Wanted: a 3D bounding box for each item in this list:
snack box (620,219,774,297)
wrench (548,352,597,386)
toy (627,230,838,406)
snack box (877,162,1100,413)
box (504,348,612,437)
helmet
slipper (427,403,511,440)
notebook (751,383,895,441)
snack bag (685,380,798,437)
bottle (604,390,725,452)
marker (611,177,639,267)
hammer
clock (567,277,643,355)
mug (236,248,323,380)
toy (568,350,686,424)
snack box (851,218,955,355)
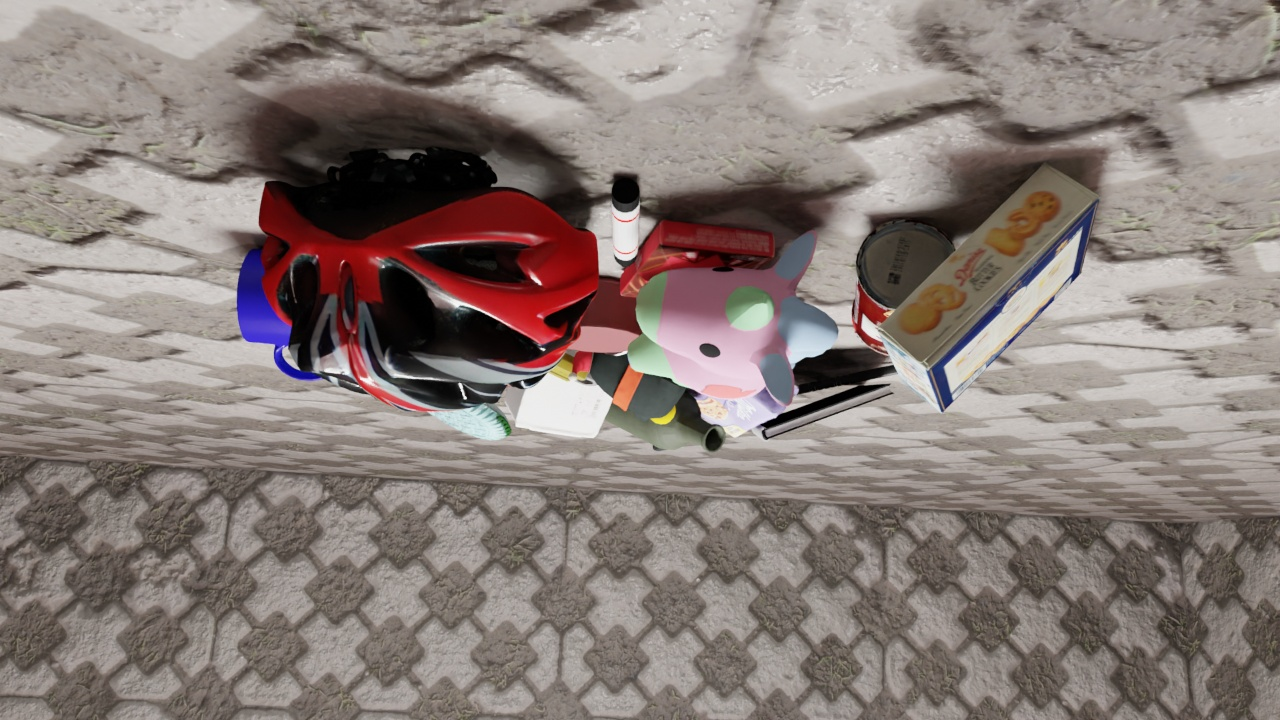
[{"bbox_3d":[0.041,-0.075,0.731,0.089,0.021,0.133,5,167,-13],"label":"snack box"},{"bbox_3d":[-0.142,-0.025,0.902,0.084,0.018,0.273,-8,154,43],"label":"wrench"},{"bbox_3d":[0.078,-0.018,0.702,0.171,0.120,0.222,5,169,31],"label":"toy"},{"bbox_3d":[0.231,-0.040,0.609,0.042,0.144,0.145,46,-175,25],"label":"snack box"},{"bbox_3d":[-0.103,0.016,1.053,0.110,0.103,0.130,12,-159,-29],"label":"box"},{"bbox_3d":[-0.140,-0.049,0.639,0.218,0.167,0.271,3,180,12],"label":"helmet"},{"bbox_3d":[-0.234,-0.013,0.865,0.276,0.069,0.116,27,163,12],"label":"slipper"},{"bbox_3d":[0.207,0.059,1.085,0.149,0.016,0.206,-20,177,3],"label":"notebook"},{"bbox_3d":[0.104,0.028,1.026,0.096,0.058,0.206,34,164,-2],"label":"snack bag"},{"bbox_3d":[0.018,0.058,1.048,0.071,0.071,0.207,14,-175,-39],"label":"bottle"},{"bbox_3d":[-0.011,-0.094,0.667,0.019,0.019,0.146,3,167,0],"label":"marker"},{"bbox_3d":[0.157,0.037,1.122,0.326,0.095,0.015,-14,161,25],"label":"hammer"},{"bbox_3d":[-0.031,-0.038,0.845,0.137,0.048,0.096,13,163,-37],"label":"clock"},{"bbox_3d":[-0.285,-0.036,0.778,0.083,0.111,0.079,4,-161,-5],"label":"mug"},{"bbox_3d":[-0.006,0.006,0.945,0.119,0.097,0.099,26,179,2],"label":"toy"},{"bbox_3d":[0.196,-0.052,0.690,0.072,0.072,0.121,0,166,12],"label":"snack box"}]
